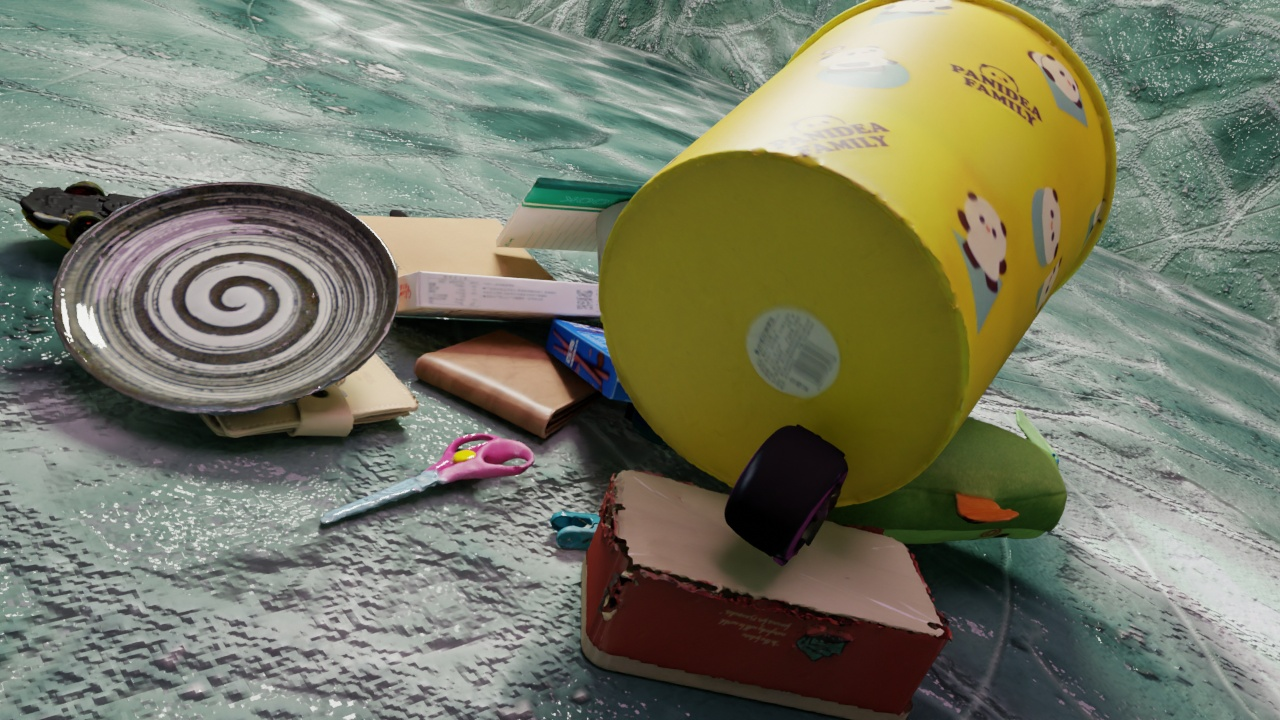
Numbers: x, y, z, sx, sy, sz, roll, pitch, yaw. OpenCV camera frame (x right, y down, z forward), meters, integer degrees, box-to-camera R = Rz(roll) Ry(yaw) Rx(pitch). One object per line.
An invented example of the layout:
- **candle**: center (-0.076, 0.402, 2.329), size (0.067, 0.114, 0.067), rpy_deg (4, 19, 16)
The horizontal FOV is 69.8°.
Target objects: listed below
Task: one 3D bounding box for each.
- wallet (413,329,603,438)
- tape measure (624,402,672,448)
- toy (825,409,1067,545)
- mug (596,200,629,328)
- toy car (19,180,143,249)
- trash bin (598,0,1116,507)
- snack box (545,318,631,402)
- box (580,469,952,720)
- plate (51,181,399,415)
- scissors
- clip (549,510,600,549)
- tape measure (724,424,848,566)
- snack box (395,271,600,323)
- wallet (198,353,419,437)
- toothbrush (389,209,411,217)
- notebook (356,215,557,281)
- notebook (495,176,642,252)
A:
- **wallet**: center (-0.083, 0.011, 0.636), size (0.101, 0.020, 0.115), rpy_deg (25, 20, 15)
- **tape measure**: center (0.020, 0.042, 0.638), size (0.058, 0.025, 0.054), rpy_deg (20, 23, 19)
- **toy**: center (0.161, 0.072, 0.581), size (0.246, 0.090, 0.227), rpy_deg (6, 7, -10)
- **mug**: center (0.020, -0.062, 0.751), size (0.084, 0.103, 0.123), rpy_deg (-16, -22, 40)
- **toy car**: center (-0.337, -0.090, 0.635), size (0.155, 0.041, 0.071), rpy_deg (4, 27, -35)
- **trash bin**: center (0.120, -0.066, 0.509), size (0.230, 0.230, 0.254), rpy_deg (27, 39, 19)
- **snack box**: center (-0.004, 0.004, 0.623), size (0.084, 0.026, 0.157), rpy_deg (12, 8, -22)
- **box**: center (0.060, 0.108, 0.452), size (0.168, 0.077, 0.091), rpy_deg (15, 24, -10)
- **plate**: center (-0.229, -0.037, 0.520), size (0.179, 0.024, 0.179), rpy_deg (8, 49, -10)
- **scissors**: center (-0.114, 0.065, 0.494), size (0.057, 0.017, 0.133), rpy_deg (16, 21, 33)
- **clip**: center (-0.022, 0.094, 0.502), size (0.056, 0.014, 0.043), rpy_deg (11, 24, -22)
- **tape measure**: center (0.067, 0.060, 0.407), size (0.039, 0.057, 0.057), rpy_deg (34, 30, 20)
- **snack box**: center (-0.109, -0.045, 0.684), size (0.156, 0.027, 0.085), rpy_deg (2, -3, -36)
- **wallet**: center (-0.195, 0.019, 0.528), size (0.115, 0.024, 0.087), rpy_deg (-5, 28, -44)
- **toothbrush**: center (-0.164, -0.092, 0.814), size (0.189, 0.014, 0.016), rpy_deg (34, 2, 30)
- **notebook**: center (-0.180, -0.086, 0.766), size (0.207, 0.008, 0.148), rpy_deg (-5, 35, -37)
- **notebook**: center (-0.005, -0.118, 0.782), size (0.209, 0.012, 0.151), rpy_deg (1, -11, -21)
